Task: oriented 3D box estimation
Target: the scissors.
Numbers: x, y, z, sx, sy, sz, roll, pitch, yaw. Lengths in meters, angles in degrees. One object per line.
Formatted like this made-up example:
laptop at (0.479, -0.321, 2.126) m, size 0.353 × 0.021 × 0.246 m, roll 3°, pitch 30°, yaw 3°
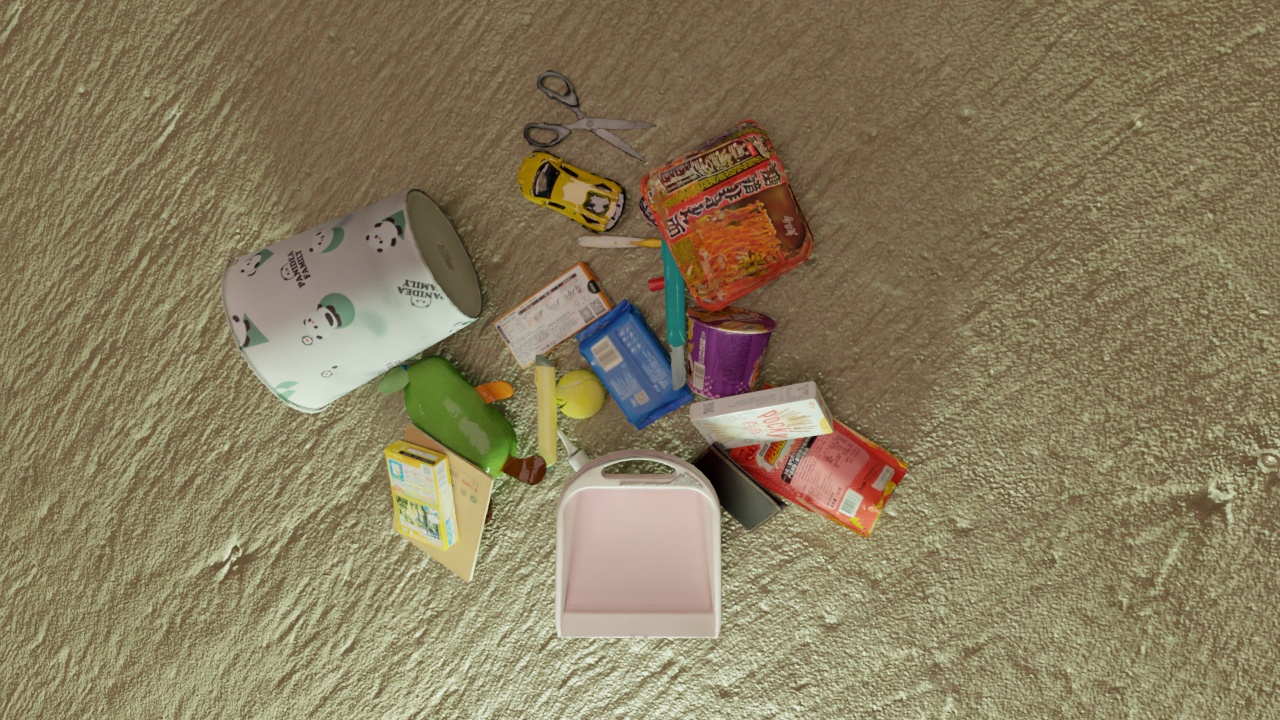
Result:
scissors at (-0.072, -0.306, 1.178) m, size 0.160 × 0.014 × 0.174 m, roll -27°, pitch 93°, yaw 15°

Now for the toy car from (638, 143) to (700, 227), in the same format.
toy car at (0.053, -0.218, 1.152) m, size 0.122 × 0.037 × 0.056 m, roll -41°, pitch 95°, yaw 4°

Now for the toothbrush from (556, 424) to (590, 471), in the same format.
toothbrush at (-0.072, 0.151, 1.243) m, size 0.026 × 0.026 × 0.221 m, roll -35°, pitch 90°, yaw -20°

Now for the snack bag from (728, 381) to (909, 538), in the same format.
snack bag at (0.219, 0.127, 1.154) m, size 0.208 × 0.073 × 0.129 m, roll 28°, pitch 98°, yaw 16°

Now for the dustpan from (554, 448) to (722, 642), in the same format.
dustpan at (-0.006, 0.244, 1.159) m, size 0.222 × 0.139 × 0.273 m, roll -2°, pitch 89°, yaw -1°

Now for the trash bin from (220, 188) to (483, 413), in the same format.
trash bin at (-0.357, -0.087, 1.180) m, size 0.252 × 0.229 × 0.229 m, roll -24°, pitch 92°, yaw 10°

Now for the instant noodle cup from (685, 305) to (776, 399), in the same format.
instant noodle cup at (0.107, -0.008, 1.140) m, size 0.112 × 0.111 × 0.099 m, roll 9°, pitch 110°, yaw 12°

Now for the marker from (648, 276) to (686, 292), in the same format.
marker at (0.081, -0.111, 1.171) m, size 0.145 × 0.017 × 0.017 m, roll -11°, pitch 96°, yaw 15°

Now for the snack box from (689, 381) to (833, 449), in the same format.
snack box at (0.147, 0.070, 1.117) m, size 0.157 × 0.085 × 0.026 m, roll -11°, pitch 54°, yaw 23°

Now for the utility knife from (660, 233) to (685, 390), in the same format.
utility knife at (0.043, -0.065, 1.156) m, size 0.029 × 0.013 × 0.205 m, roll -3°, pitch 86°, yaw 9°

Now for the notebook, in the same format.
notebook at (-0.275, 0.197, 1.256) m, size 0.148 × 0.008 × 0.208 m, roll 30°, pitch 127°, yaw 17°

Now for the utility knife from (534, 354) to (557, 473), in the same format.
utility knife at (-0.127, 0.075, 1.225) m, size 0.031 × 0.018 × 0.165 m, roll 2°, pitch 94°, yaw 13°

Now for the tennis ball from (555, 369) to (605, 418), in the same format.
tennis ball at (-0.079, 0.044, 1.207) m, size 0.065 × 0.065 × 0.065 m, roll 2°, pitch 99°, yaw 13°

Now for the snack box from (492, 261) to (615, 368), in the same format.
snack box at (-0.116, -0.060, 1.220) m, size 0.154 × 0.026 × 0.075 m, roll -33°, pitch 91°, yaw 16°

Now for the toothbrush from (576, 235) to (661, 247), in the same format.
toothbrush at (0.010, -0.152, 1.183) m, size 0.191 × 0.018 × 0.016 m, roll 3°, pitch 96°, yaw 15°

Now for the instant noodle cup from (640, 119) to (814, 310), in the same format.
instant noodle cup at (0.104, -0.172, 1.104) m, size 0.164 × 0.079 × 0.189 m, roll -27°, pitch 102°, yaw -1°

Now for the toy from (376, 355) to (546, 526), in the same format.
toy at (-0.239, 0.093, 1.240) m, size 0.228 × 0.089 × 0.246 m, roll -37°, pitch 88°, yaw 31°

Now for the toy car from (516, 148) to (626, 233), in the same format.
toy car at (-0.092, -0.218, 1.183) m, size 0.156 × 0.041 × 0.071 m, roll 27°, pitch 103°, yaw 9°

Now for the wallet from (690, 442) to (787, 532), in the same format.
wallet at (0.119, 0.164, 1.177) m, size 0.122 × 0.020 × 0.097 m, roll 42°, pitch 145°, yaw 3°

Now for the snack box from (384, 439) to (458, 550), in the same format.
snack box at (-0.293, 0.181, 1.233) m, size 0.087 × 0.033 × 0.141 m, roll 14°, pitch 119°, yaw 27°

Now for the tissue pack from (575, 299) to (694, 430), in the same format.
tissue pack at (-0.007, 0.007, 1.192) m, size 0.095 × 0.052 × 0.157 m, roll -35°, pitch 90°, yaw 17°
